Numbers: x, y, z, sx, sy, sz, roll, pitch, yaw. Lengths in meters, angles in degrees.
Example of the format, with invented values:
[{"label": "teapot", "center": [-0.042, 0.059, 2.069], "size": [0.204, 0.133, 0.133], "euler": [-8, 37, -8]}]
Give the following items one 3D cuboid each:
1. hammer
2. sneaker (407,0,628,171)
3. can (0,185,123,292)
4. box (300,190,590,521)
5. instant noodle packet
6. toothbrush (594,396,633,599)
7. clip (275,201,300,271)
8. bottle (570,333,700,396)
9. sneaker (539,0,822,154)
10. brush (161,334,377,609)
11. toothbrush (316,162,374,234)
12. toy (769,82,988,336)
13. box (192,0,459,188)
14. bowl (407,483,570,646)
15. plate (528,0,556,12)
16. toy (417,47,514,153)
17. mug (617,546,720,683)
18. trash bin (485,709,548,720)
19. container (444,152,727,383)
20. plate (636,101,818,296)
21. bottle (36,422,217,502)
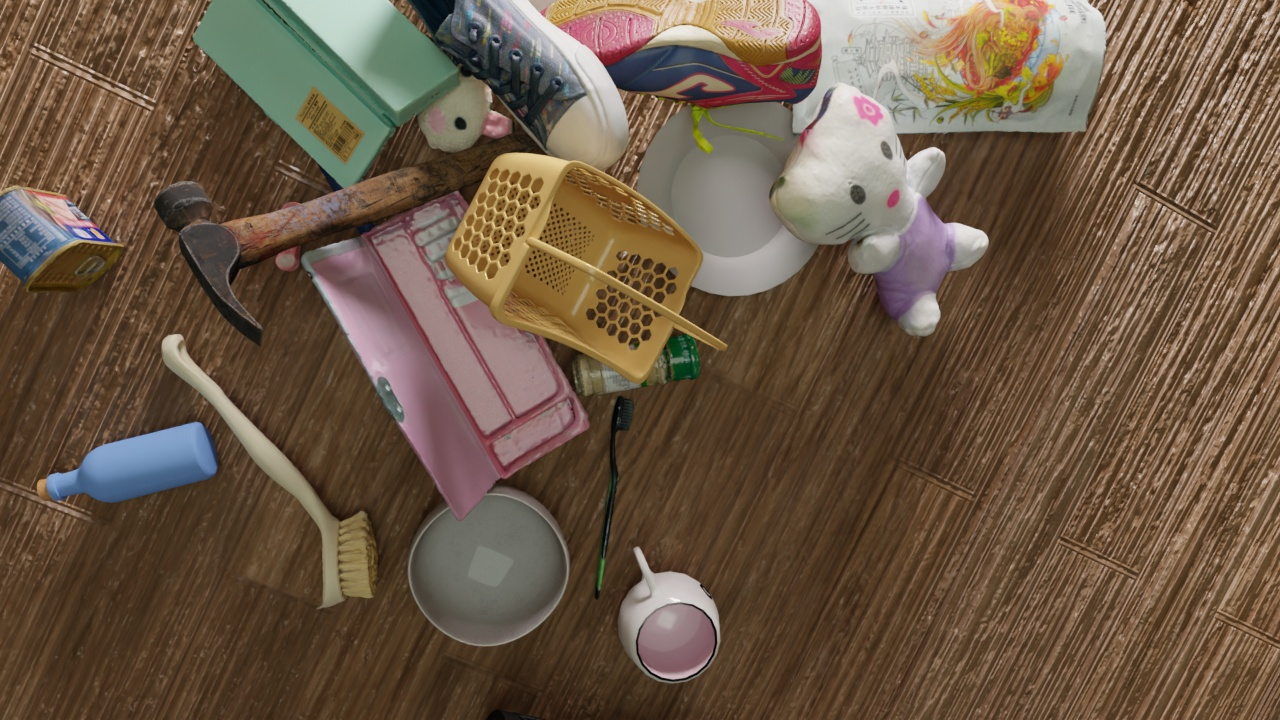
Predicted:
[{"label": "hammer", "center": [-0.170, -0.123, 0.688], "size": [0.329, 0.033, 0.120], "euler": [-28, 80, -31]}, {"label": "sneaker", "center": [-0.108, -0.229, 0.686], "size": [0.235, 0.088, 0.079], "euler": [50, 44, 1]}, {"label": "can", "center": [-0.446, -0.090, 0.692], "size": [0.054, 0.100, 0.059], "euler": [-45, 98, -2]}, {"label": "box", "center": [-0.157, -0.006, 0.742], "size": [0.172, 0.075, 0.233], "euler": [-34, 101, -40]}, {"label": "instant noodle packet", "center": [0.264, -0.268, 0.795], "size": [0.269, 0.057, 0.147], "euler": [-1, 89, -8]}, {"label": "toothbrush", "center": [-0.025, 0.125, 0.824], "size": [0.017, 0.014, 0.188], "euler": [5, 97, -17]}, {"label": "clip", "center": [-0.287, -0.102, 0.759], "size": [0.023, 0.041, 0.059], "euler": [12, 85, -13]}, {"label": "bottle", "center": [-0.005, 0.005, 0.797], "size": [0.110, 0.042, 0.043], "euler": [-10, 98, -6]}, {"label": "sneaker", "center": [0.023, -0.236, 0.741], "size": [0.242, 0.091, 0.116], "euler": [5, 66, 11]}, {"label": "brush", "center": [-0.305, 0.090, 0.763], "size": [0.077, 0.062, 0.272], "euler": [-37, 97, -19]}, {"label": "toothbrush", "center": [-0.221, -0.097, 0.765], "size": [0.016, 0.017, 0.190], "euler": [-30, 100, -7]}, {"label": "toy", "center": [0.199, -0.127, 0.774], "size": [0.209, 0.086, 0.137], "euler": [40, 80, -26]}, {"label": "box", "center": [-0.248, -0.240, 0.710], "size": [0.187, 0.056, 0.138], "euler": [43, 86, 6]}, {"label": "bowl", "center": [-0.129, 0.170, 0.788], "size": [0.131, 0.064, 0.132], "euler": [-1, 97, -8]}, {"label": "plate", "center": [-0.084, -0.368, 0.744], "size": [0.229, 0.030, 0.229], "euler": [-1, 97, -8]}, {"label": "toy", "center": [-0.154, -0.214, 0.747], "size": [0.112, 0.050, 0.087], "euler": [9, 95, -15]}, {"label": "mug", "center": [0.019, 0.218, 0.810], "size": [0.090, 0.076, 0.124], "euler": [-23, 100, -5]}, {"label": "trash bin", "center": [-0.017, 0.421, 0.773], "size": [0.243, 0.217, 0.217], "euler": [12, 95, -16]}, {"label": "container", "center": [-0.029, -0.065, 0.693], "size": [0.183, 0.167, 0.129], "euler": [26, 93, -51]}, {"label": "plate", "center": [0.081, -0.144, 0.802], "size": [0.172, 0.019, 0.173], "euler": [-1, 97, -8]}, {"label": "bottle", "center": [-0.418, 0.089, 0.744], "size": [0.131, 0.048, 0.048], "euler": [-14, 99, -6]}]
